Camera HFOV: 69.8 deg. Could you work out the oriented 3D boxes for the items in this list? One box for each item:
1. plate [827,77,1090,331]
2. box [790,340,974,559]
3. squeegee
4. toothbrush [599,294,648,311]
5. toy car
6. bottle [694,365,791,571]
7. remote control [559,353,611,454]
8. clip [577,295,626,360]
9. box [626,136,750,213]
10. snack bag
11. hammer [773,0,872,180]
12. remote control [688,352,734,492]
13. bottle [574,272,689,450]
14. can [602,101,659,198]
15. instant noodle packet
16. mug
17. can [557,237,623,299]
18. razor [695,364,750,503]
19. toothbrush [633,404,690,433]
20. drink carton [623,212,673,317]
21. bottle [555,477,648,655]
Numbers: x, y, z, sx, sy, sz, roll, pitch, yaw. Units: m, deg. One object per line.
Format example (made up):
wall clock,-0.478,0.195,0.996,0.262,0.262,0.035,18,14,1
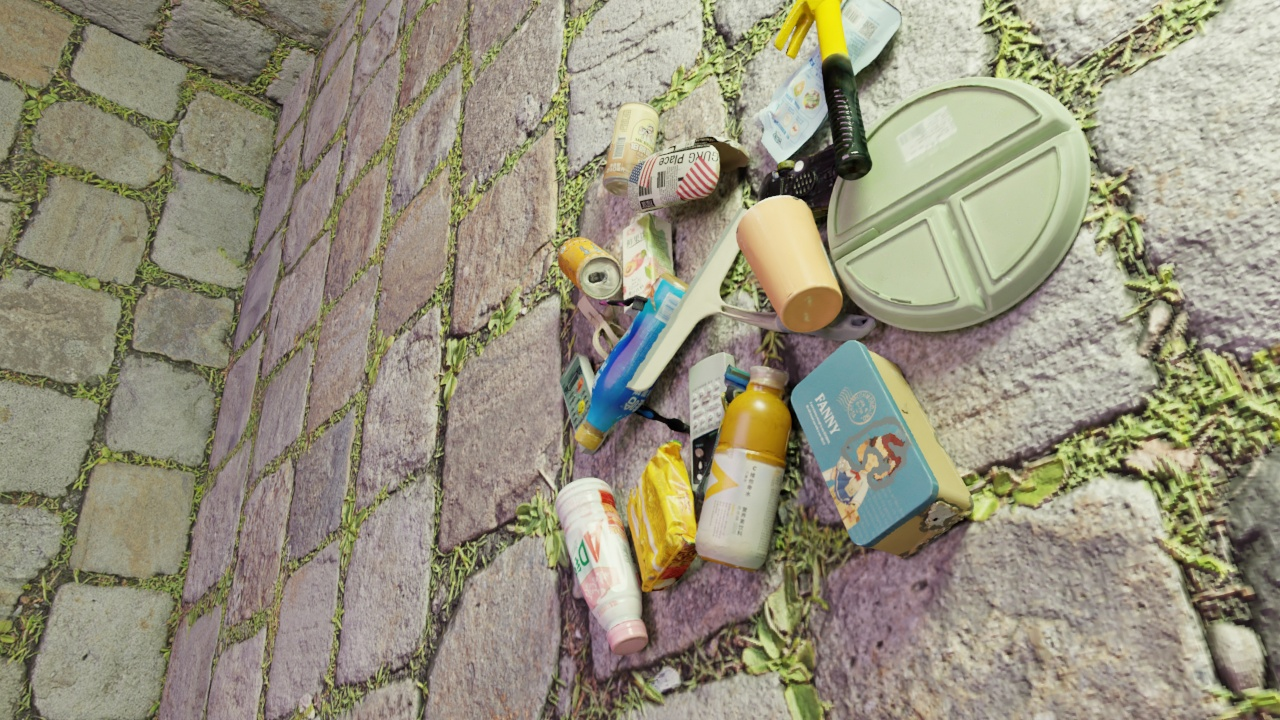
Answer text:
plate,0.257,-0.137,0.780,0.231,0.027,0.230,-16,66,38
box,0.194,0.067,0.763,0.090,0.062,0.184,-47,42,27
squeegee,0.137,-0.044,0.917,0.247,0.039,0.246,13,66,48
toothbrush,-0.023,-0.065,1.075,0.189,0.014,0.017,-172,101,-73
toy car,0.182,-0.177,0.916,0.158,0.042,0.070,-11,68,44
bottle,0.102,0.100,0.864,0.068,0.068,0.189,0,73,53
remote control,-0.071,0.054,1.155,0.056,0.019,0.135,-56,36,30
clip,-0.044,-0.042,1.154,0.035,0.072,0.100,-49,42,26
box,0.050,-0.213,1.082,0.162,0.075,0.086,2,67,52
snack bag,0.192,-0.302,0.974,0.191,0.038,0.110,-52,42,24
hammer,0.189,-0.285,0.888,0.129,0.033,0.300,-41,36,41
remote control,0.075,0.065,0.958,0.058,0.021,0.149,-29,50,43
bottle,-0.006,0.006,1.048,0.219,0.065,0.065,-58,36,10
can,-0.012,-0.278,1.216,0.059,0.058,0.116,-7,67,52
instant noodle packet,0.023,0.162,0.946,0.111,0.044,0.128,121,149,-41
mug,0.143,-0.088,0.863,0.078,0.078,0.122,-46,39,29
can,-0.066,-0.120,1.180,0.058,0.058,0.146,-64,21,8
razor,0.083,0.076,0.912,0.022,0.042,0.142,110,-179,-72
toothbrush,0.004,0.059,1.068,0.190,0.016,0.014,17,92,58
drink carton,0.011,-0.112,1.112,0.054,0.045,0.122,-29,52,42
bottle,-0.039,0.222,0.996,0.068,0.068,0.196,-48,44,27
